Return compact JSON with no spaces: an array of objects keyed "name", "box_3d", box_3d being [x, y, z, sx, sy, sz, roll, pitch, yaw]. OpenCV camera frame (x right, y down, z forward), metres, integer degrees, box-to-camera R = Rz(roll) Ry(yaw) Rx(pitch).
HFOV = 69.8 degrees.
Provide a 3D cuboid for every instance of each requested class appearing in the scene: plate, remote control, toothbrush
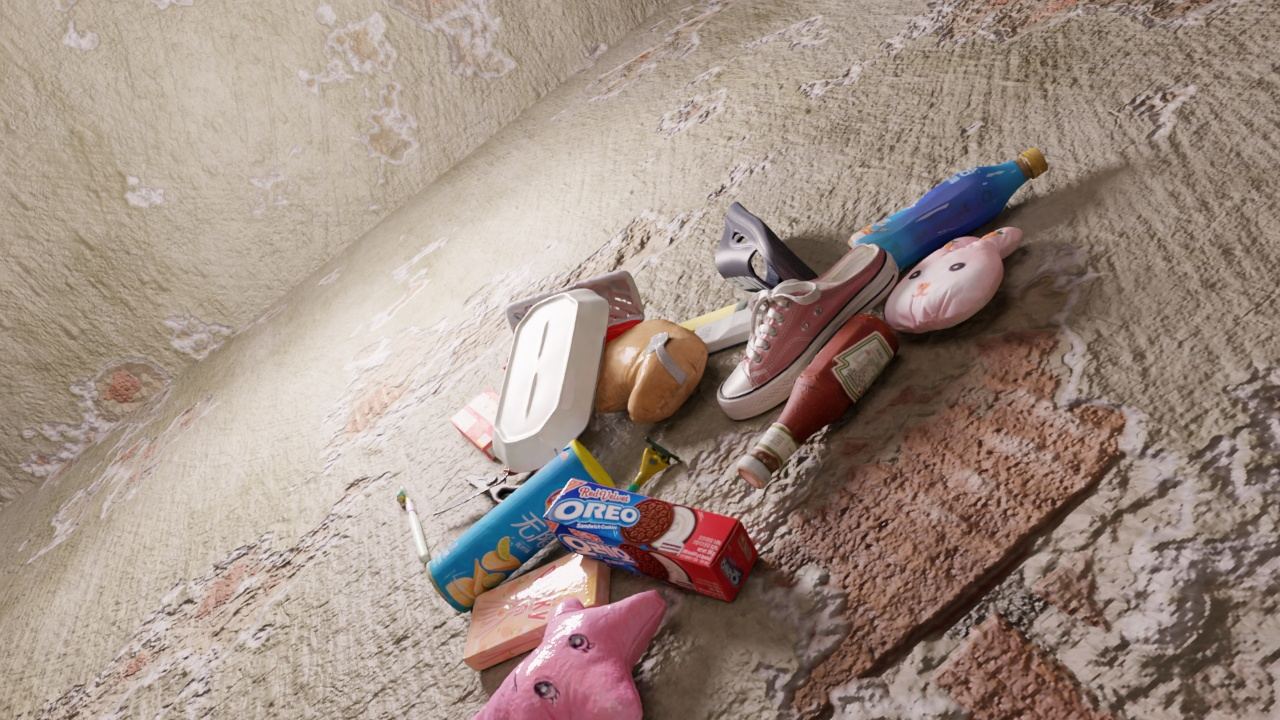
[{"name":"plate","box_3d":[-0.120,0.014,1.147,0.162,0.034,0.265,-18,48,35]},{"name":"remote control","box_3d":[0.118,-0.041,1.113,0.125,0.024,0.048,-20,31,30]},{"name":"toothbrush","box_3d":[-0.298,0.216,1.201,0.020,0.029,0.189,-1,18,-23]}]

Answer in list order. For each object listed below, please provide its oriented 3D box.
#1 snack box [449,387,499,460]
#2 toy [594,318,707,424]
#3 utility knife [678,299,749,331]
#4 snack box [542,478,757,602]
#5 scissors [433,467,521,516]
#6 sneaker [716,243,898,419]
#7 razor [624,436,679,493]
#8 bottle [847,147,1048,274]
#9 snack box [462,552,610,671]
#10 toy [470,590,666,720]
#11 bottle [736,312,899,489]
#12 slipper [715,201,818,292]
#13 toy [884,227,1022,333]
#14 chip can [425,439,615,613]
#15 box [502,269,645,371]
[{"name":"snack box","box_3d":[-0.214,0.087,1.297,0.075,0.025,0.153,-42,28,-14]},{"name":"toy","box_3d":[-0.007,0.007,1.122,0.143,0.082,0.226,-46,27,-20]},{"name":"utility knife","box_3d":[0.065,-0.047,1.192,0.179,0.019,0.030,-13,31,36]},{"name":"snack box","box_3d":[0.004,0.163,0.852,0.208,0.058,0.057,7,49,40]},{"name":"scissors","box_3d":[-0.168,0.150,1.133,0.225,0.015,0.189,-31,18,6]},{"name":"sneaker","box_3d":[0.159,-0.042,0.970,0.241,0.088,0.118,-45,23,11]},{"name":"razor","box_3d":[-0.013,0.138,0.966,0.043,0.028,0.132,33,59,15]},{"name":"bottle","box_3d":[0.337,-0.161,1.003,0.219,0.065,0.065,-30,28,11]},{"name":"snack box","box_3d":[-0.102,0.245,0.913,0.157,0.026,0.084,-28,28,17]},{"name":"toy","box_3d":[-0.048,0.266,0.762,0.179,0.074,0.194,4,46,52]},{"name":"bottle","box_3d":[0.170,0.040,0.888,0.205,0.060,0.060,-46,28,-17]},{"name":"slipper","box_3d":[0.146,-0.123,1.142,0.083,0.110,0.267,-47,19,13]},{"name":"toy","box_3d":[0.315,-0.084,0.923,0.159,0.054,0.121,-45,20,-30]},{"name":"chip can","box_3d":[-0.129,0.178,0.988,0.210,0.071,0.071,-40,27,1]},{"name":"box","box_3d":[-0.098,-0.046,1.245,0.201,0.100,0.094,-14,16,21]}]
